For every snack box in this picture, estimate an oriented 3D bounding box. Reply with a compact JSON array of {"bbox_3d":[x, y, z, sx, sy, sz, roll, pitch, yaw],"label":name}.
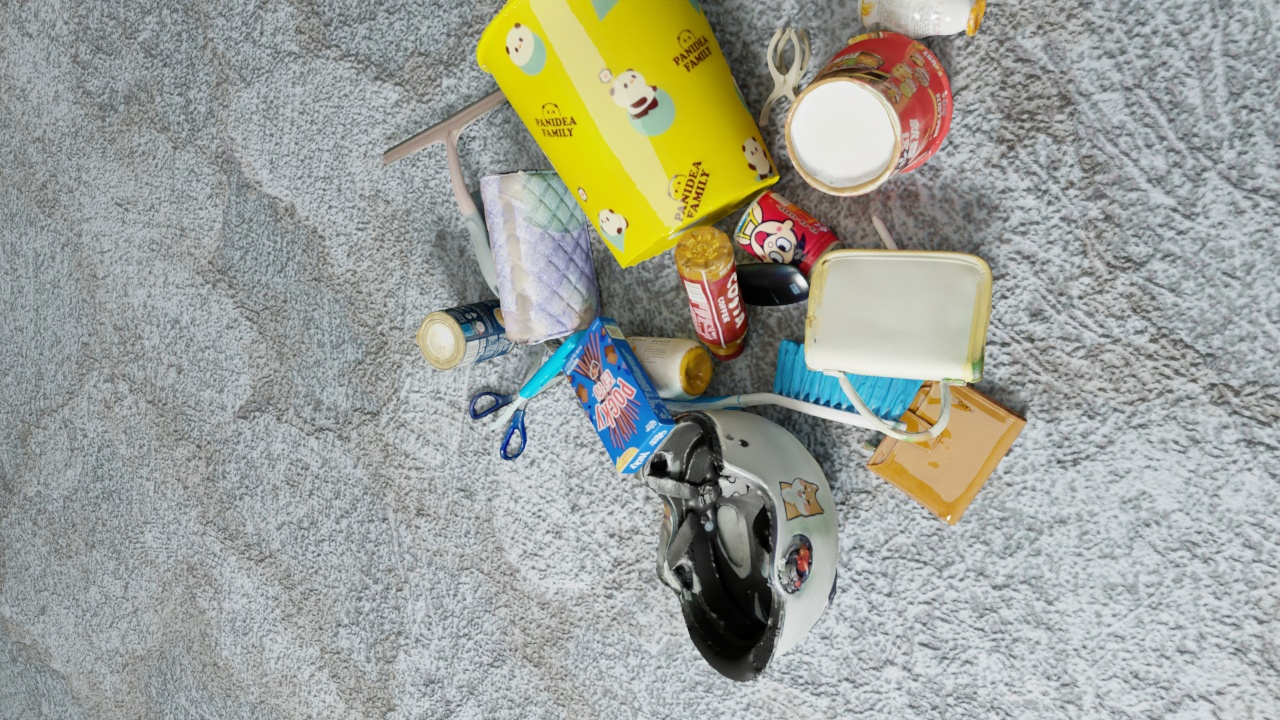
[{"bbox_3d":[-0.027,0.036,0.999,0.085,0.026,0.157,-53,53,32],"label":"snack box"}]

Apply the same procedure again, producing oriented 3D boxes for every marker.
[{"bbox_3d":[-0.104,-0.011,1.143,0.146,0.016,0.017,48,119,13],"label":"marker"}]

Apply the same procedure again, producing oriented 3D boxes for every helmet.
[{"bbox_3d":[0.120,0.175,0.963,0.231,0.156,0.274,-29,76,60],"label":"helmet"}]

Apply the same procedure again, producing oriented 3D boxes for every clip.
[{"bbox_3d":[0.148,-0.285,0.931,0.071,0.034,0.100,12,115,27],"label":"clip"}]

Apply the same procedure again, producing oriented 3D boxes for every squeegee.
[{"bbox_3d":[-0.208,-0.191,1.134,0.248,0.040,0.249,-19,88,29],"label":"squeegee"}]

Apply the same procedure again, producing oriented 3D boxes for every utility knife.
[{"bbox_3d":[-0.130,0.031,1.124,0.239,0.034,0.018,-42,75,42],"label":"utility knife"}]

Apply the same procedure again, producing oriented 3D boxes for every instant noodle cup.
[{"bbox_3d":[0.205,-0.219,0.844,0.138,0.108,0.138,19,129,25],"label":"instant noodle cup"}]

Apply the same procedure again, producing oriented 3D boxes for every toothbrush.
[{"bbox_3d":[0.280,-0.067,0.910,0.016,0.016,0.180,-32,85,23],"label":"toothbrush"}]

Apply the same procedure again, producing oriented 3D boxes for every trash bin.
[{"bbox_3d":[-0.002,-0.247,0.923,0.230,0.229,0.255,-29,92,31],"label":"trash bin"}]

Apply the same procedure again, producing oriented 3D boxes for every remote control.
[{"bbox_3d":[0.125,-0.077,0.950,0.053,0.024,0.137,50,161,-20],"label":"remote control"}]

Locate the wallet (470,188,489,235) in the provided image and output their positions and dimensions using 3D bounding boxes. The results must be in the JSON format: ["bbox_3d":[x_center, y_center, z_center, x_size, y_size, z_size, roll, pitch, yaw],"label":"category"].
[{"bbox_3d":[-0.167,-0.165,1.146,0.097,0.019,0.121,-16,91,30],"label":"wallet"}]

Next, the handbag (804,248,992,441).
[{"bbox_3d":[0.238,-0.012,0.860,0.163,0.063,0.178,5,72,24],"label":"handbag"}]

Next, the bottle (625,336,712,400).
[{"bbox_3d":[-0.006,0.006,1.050,0.190,0.067,0.068,4,103,44],"label":"bottle"}]

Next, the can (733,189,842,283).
[{"bbox_3d":[0.152,-0.123,0.941,0.094,0.066,0.067,39,117,17],"label":"can"}]

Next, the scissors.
[{"bbox_3d":[-0.159,0.060,1.193,0.163,0.012,0.164,-1,100,31],"label":"scissors"}]

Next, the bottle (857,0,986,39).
[{"bbox_3d":[0.256,-0.325,0.838,0.108,0.063,0.063,23,111,25],"label":"bottle"}]

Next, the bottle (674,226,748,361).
[{"bbox_3d":[0.078,-0.062,0.949,0.057,0.175,0.057,-7,56,10],"label":"bottle"}]

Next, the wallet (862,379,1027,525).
[{"bbox_3d":[0.299,0.081,0.924,0.119,0.035,0.131,33,112,17],"label":"wallet"}]

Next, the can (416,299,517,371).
[{"bbox_3d":[-0.215,-0.033,1.146,0.075,0.111,0.075,7,104,29],"label":"can"}]

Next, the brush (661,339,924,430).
[{"bbox_3d":[0.144,0.028,0.985,0.315,0.060,0.109,13,96,37],"label":"brush"}]

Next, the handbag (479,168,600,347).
[{"bbox_3d":[-0.117,-0.120,1.058,0.076,0.134,0.194,-6,97,30],"label":"handbag"}]
